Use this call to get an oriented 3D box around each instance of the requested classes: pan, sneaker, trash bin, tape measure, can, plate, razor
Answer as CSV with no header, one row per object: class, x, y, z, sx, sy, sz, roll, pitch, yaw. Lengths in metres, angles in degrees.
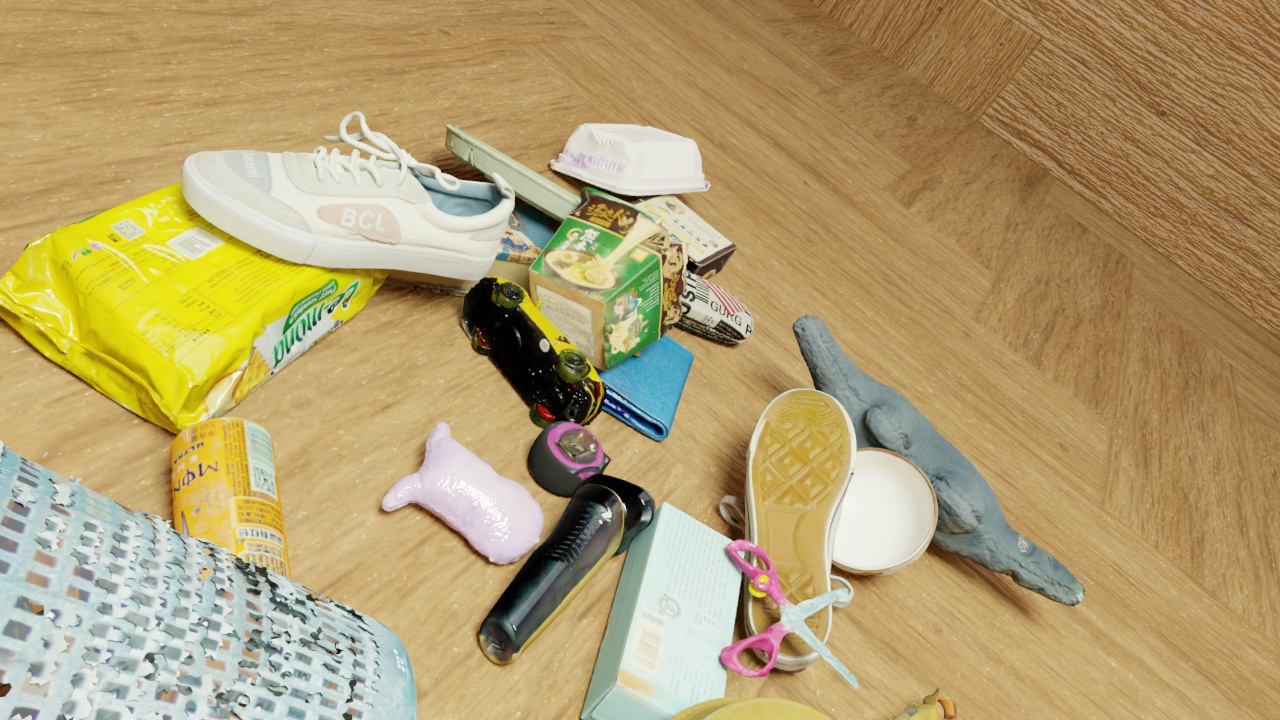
pan,0.120,0.278,0.563,0.356,0.078,0.197,-14,74,-39
sneaker,-0.201,-0.124,0.675,0.241,0.091,0.089,7,39,-39
trash bin,-0.207,0.155,0.357,0.195,0.227,0.226,29,32,-31
tape measure,-0.056,0.075,0.714,0.057,0.039,0.057,43,35,14
can,-0.230,0.102,0.516,0.058,0.058,0.146,6,42,-35
sneaker,0.122,0.137,0.744,0.118,0.088,0.240,9,56,3
plate,-0.097,-0.169,0.926,0.230,0.027,0.230,29,9,-5
razor,-0.051,0.141,0.628,0.062,0.068,0.167,16,36,24

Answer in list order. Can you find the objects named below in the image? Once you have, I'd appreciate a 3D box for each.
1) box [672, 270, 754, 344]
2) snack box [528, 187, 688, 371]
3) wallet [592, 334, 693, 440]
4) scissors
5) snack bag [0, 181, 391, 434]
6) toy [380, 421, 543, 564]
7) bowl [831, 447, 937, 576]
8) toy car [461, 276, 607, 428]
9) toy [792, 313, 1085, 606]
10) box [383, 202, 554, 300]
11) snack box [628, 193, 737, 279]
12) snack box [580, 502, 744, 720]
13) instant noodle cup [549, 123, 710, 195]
box,0.050,-0.068,0.969,0.164,0.060,0.072,20,19,-19
snack box,-0.036,-0.063,0.791,0.117,0.118,0.105,26,48,24
wallet,-0.005,0.005,0.850,0.106,0.040,0.132,34,32,-7
scissors,0.099,0.176,0.633,0.133,0.017,0.133,-14,48,-41
snack bag,-0.306,-0.059,0.651,0.158,0.068,0.245,33,34,0
toy,-0.116,0.099,0.636,0.108,0.039,0.083,37,45,-5
bowl,0.204,0.141,0.811,0.113,0.113,0.062,64,2,37
toy car,-0.090,-0.009,0.762,0.156,0.071,0.041,46,37,19
toy,0.265,0.101,0.876,0.091,0.138,0.356,-43,82,-11
box,-0.165,-0.107,0.834,0.184,0.062,0.089,5,42,-38
snack box,0.036,-0.140,1.050,0.113,0.053,0.125,41,34,11
snack box,0.020,0.182,0.631,0.074,0.052,0.174,32,34,-8
instant noodle cup,-0.006,-0.245,1.101,0.138,0.060,0.173,26,27,33
